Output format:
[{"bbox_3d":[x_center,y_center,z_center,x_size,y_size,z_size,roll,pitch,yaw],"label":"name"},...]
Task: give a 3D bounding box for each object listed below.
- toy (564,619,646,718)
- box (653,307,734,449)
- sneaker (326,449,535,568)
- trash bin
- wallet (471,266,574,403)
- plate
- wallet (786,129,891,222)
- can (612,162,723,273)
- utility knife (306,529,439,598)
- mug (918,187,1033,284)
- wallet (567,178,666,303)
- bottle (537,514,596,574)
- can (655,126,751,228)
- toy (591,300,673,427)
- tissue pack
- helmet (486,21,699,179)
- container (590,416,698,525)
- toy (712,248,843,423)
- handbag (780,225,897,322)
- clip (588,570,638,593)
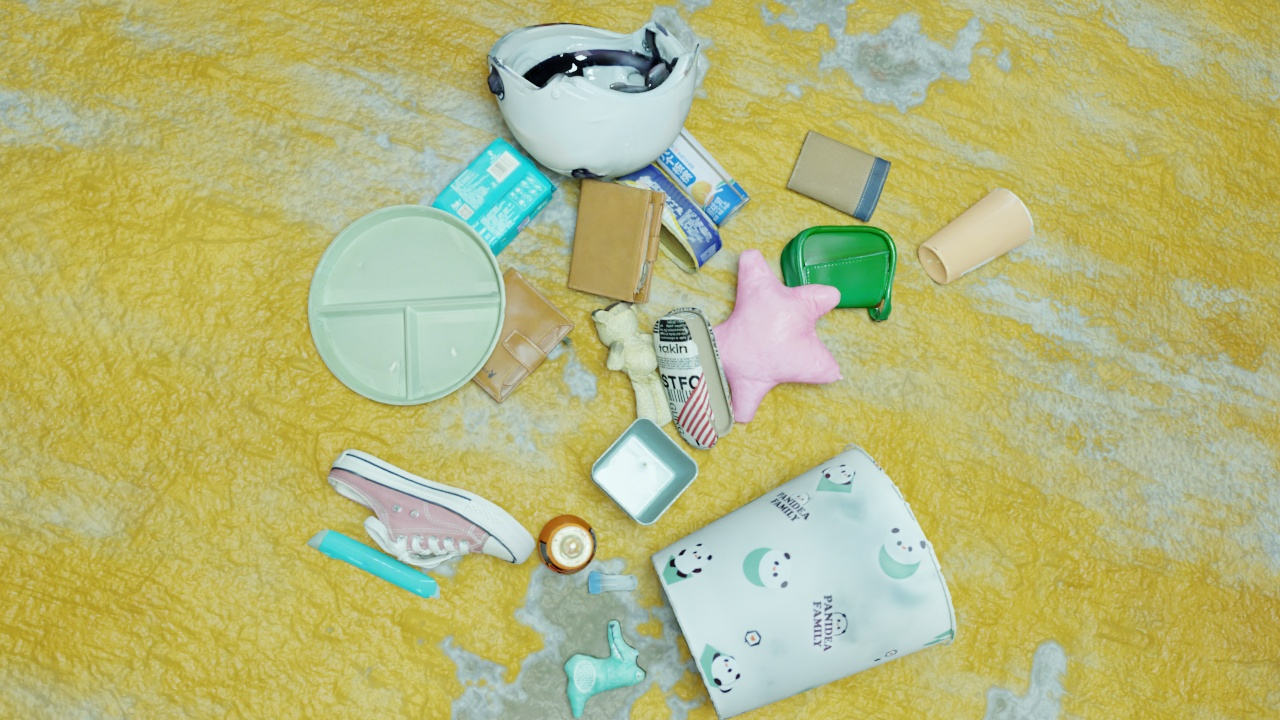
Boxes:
[{"bbox_3d":[-0.040,0.342,1.025,0.092,0.030,0.096,-7,74,-13],"label":"toy"},{"bbox_3d":[0.064,0.017,1.062,0.082,0.075,0.163,-30,109,-40],"label":"box"},{"bbox_3d":[-0.235,0.179,0.992,0.241,0.118,0.087,22,60,4],"label":"sneaker"},{"bbox_3d":[0.160,0.242,0.975,0.252,0.230,0.229,-23,83,-4],"label":"trash bin"},{"bbox_3d":[-0.152,-0.025,1.076,0.119,0.035,0.130,41,79,8],"label":"wallet"},{"bbox_3d":[-0.265,-0.063,1.048,0.230,0.027,0.230,0,86,5],"label":"plate"},{"bbox_3d":[0.250,-0.232,1.156,0.115,0.033,0.090,22,76,-1],"label":"wallet"},{"bbox_3d":[0.032,-0.173,1.099,0.049,0.075,0.148,-43,85,-14],"label":"can"},{"bbox_3d":[-0.294,0.228,1.023,0.157,0.013,0.029,27,81,-4],"label":"utility knife"},{"bbox_3d":[0.413,-0.149,1.141,0.122,0.078,0.078,-33,85,-6],"label":"mug"},{"bbox_3d":[-0.029,-0.139,1.067,0.108,0.031,0.132,14,104,23],"label":"wallet"},{"bbox_3d":[-0.076,0.198,0.982,0.066,0.150,0.066,1,80,-7],"label":"bottle"},{"bbox_3d":[0.071,-0.228,1.123,0.053,0.053,0.134,-42,87,-12],"label":"can"},{"bbox_3d":[-0.006,0.006,1.075,0.104,0.066,0.157,-19,86,-42],"label":"toy"},{"bbox_3d":[-0.175,-0.189,1.090,0.093,0.050,0.133,43,79,1],"label":"tissue pack"},{"bbox_3d":[-0.056,-0.293,1.056,0.228,0.146,0.259,-25,39,-30],"label":"helmet"},{"bbox_3d":[-0.002,0.126,1.023,0.090,0.111,0.089,44,77,2],"label":"container"},{"bbox_3d":[0.152,-0.015,1.074,0.178,0.074,0.195,31,102,11],"label":"toy"},{"bbox_3d":[0.240,-0.105,1.119,0.131,0.068,0.120,0,88,-8],"label":"handbag"},{"bbox_3d":[-0.031,0.253,1.047,0.058,0.038,0.026,1,78,-5],"label":"clip"}]
